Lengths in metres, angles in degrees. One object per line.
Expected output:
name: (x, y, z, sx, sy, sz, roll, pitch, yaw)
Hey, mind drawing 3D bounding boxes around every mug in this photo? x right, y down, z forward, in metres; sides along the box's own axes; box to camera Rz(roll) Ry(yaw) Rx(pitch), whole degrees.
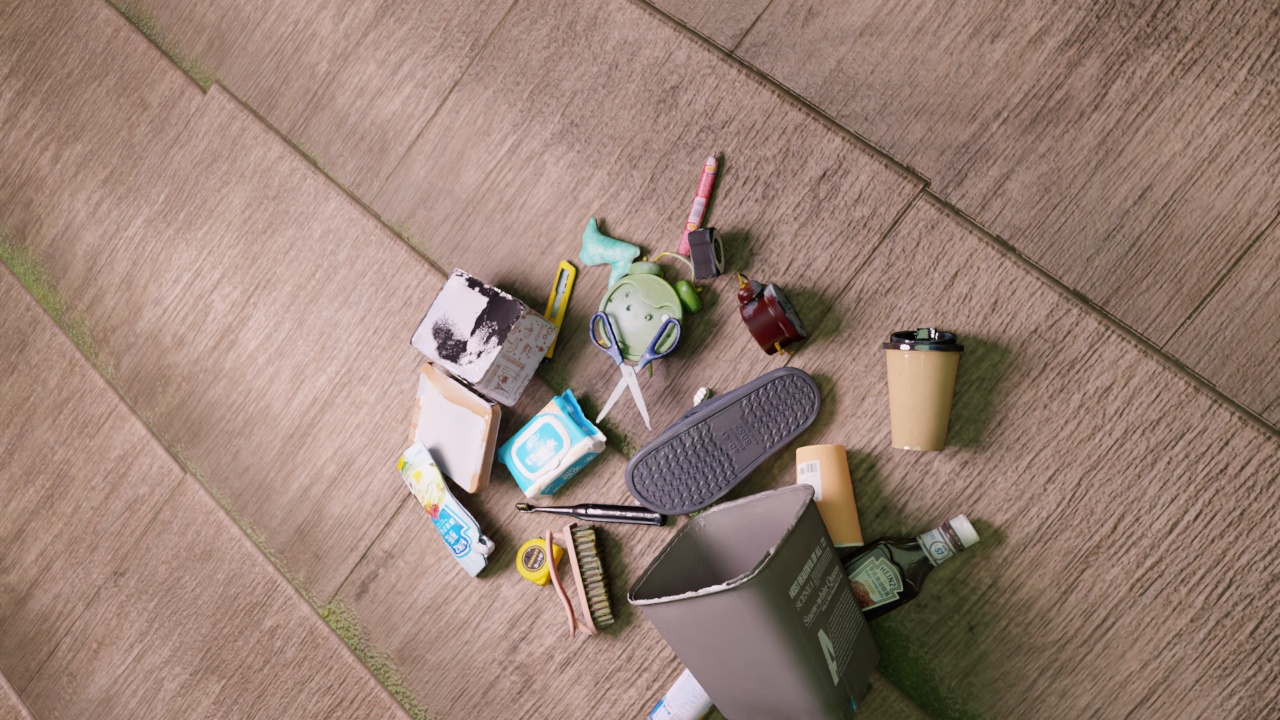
mug: (0.224, 0.166, 1.115, 0.078, 0.078, 0.122, -8, 77, 17)

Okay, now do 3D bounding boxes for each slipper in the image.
slipper: (0.103, 0.100, 1.163, 0.268, 0.083, 0.110, -32, 98, -3)

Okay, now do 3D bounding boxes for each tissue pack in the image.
tissue pack: (-0.120, 0.117, 1.237, 0.140, 0.063, 0.090, -42, 72, 10)

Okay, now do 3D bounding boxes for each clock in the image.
clock: (0.015, -0.068, 1.217, 0.116, 0.056, 0.161, 32, 94, 18)
clock: (0.160, -0.061, 1.156, 0.055, 0.082, 0.122, -34, 77, 18)

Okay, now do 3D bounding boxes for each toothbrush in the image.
toothbrush: (-0.070, 0.203, 1.230, 0.213, 0.027, 0.026, 1, 63, 18)
toothbrush: (0.040, 0.113, 1.209, 0.016, 0.016, 0.180, 33, 95, 24)

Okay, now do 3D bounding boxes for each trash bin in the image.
trash bin: (0.141, 0.288, 1.031, 0.199, 0.198, 0.220, -24, 100, 40)

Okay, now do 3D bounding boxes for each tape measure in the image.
tape measure: (0.087, -0.140, 1.196, 0.034, 0.065, 0.066, -7, 100, 18)
tape measure: (-0.137, 0.272, 1.243, 0.057, 0.029, 0.060, 19, 73, 23)

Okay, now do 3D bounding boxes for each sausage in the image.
sausage: (0.079, -0.206, 1.231, 0.020, 0.020, 0.156, 17, 90, 19)

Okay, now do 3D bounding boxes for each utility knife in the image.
utility knife: (-0.123, -0.066, 1.283, 0.033, 0.015, 0.154, 16, 89, 16)

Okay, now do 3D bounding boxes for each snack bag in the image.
snack bag: (-0.266, 0.206, 1.257, 0.191, 0.038, 0.111, 54, 133, 11)

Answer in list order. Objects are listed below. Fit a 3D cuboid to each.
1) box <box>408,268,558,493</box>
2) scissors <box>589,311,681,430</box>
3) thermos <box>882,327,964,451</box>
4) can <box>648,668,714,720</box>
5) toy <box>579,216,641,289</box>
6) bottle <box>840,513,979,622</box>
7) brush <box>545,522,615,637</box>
box: (-0.235, 0.026, 1.245, 0.178, 0.106, 0.272, 28, 99, 41)
scissors: (-0.011, 0.004, 1.181, 0.162, 0.012, 0.176, -35, 76, 12)
thermos: (0.333, 0.033, 1.089, 0.093, 0.093, 0.143, 2, 93, 18)
can: (0.070, 0.412, 1.146, 0.053, 0.053, 0.134, 39, 97, 18)
toy: (-0.044, -0.142, 1.259, 0.092, 0.030, 0.096, 17, 95, 21)
bottle: (0.308, 0.245, 1.092, 0.195, 0.044, 0.080, -32, 82, 11)
brush: (-0.078, 0.287, 1.203, 0.073, 0.063, 0.145, -13, 85, 3)
